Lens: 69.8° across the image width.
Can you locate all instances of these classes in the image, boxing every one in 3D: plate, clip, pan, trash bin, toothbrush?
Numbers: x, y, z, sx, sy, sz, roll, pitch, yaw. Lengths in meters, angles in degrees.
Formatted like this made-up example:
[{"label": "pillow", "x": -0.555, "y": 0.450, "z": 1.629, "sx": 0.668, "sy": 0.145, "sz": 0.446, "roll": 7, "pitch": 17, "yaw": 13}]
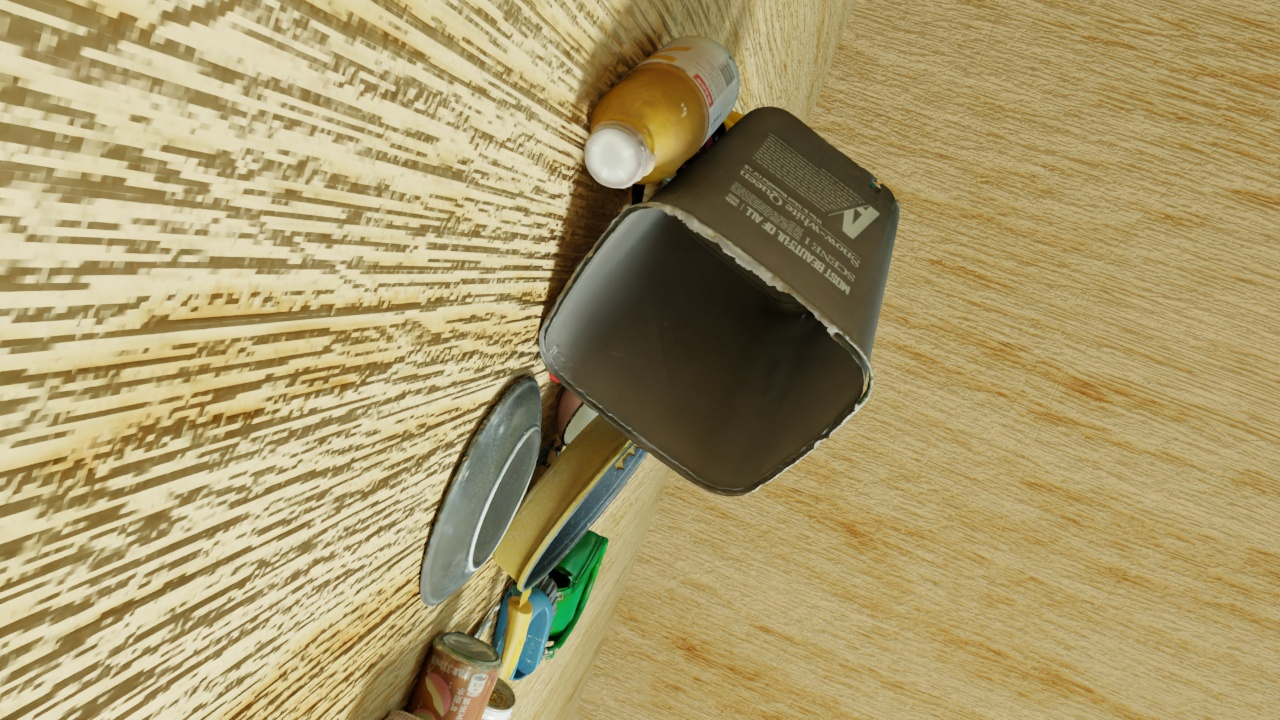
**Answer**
[{"label": "plate", "x": -0.005, "y": 0.005, "z": 0.840, "sx": 0.192, "sy": 0.039, "sz": 0.193, "roll": -36, "pitch": 165, "yaw": -11}, {"label": "clip", "x": -0.082, "y": 0.087, "z": 0.832, "sx": 0.057, "sy": 0.032, "sz": 0.025, "roll": -66, "pitch": 179, "yaw": -81}, {"label": "plate", "x": -0.106, "y": 0.097, "z": 0.667, "sx": 0.179, "sy": 0.024, "sz": 0.179, "roll": 23, "pitch": 88, "yaw": -82}, {"label": "pan", "x": -0.084, "y": 0.188, "z": 0.824, "sx": 0.358, "sy": 0.078, "sz": 0.197, "roll": -54, "pitch": 170, "yaw": 13}, {"label": "trash bin", "x": 0.076, "y": -0.058, "z": 0.680, "sx": 0.199, "sy": 0.199, "sz": 0.219, "roll": -49, "pitch": -176, "yaw": 47}, {"label": "toothbrush", "x": -0.004, "y": -0.132, "z": 0.760, "sx": 0.018, "sy": 0.015, "sz": 0.181, "roll": -54, "pitch": 167, "yaw": -28}]

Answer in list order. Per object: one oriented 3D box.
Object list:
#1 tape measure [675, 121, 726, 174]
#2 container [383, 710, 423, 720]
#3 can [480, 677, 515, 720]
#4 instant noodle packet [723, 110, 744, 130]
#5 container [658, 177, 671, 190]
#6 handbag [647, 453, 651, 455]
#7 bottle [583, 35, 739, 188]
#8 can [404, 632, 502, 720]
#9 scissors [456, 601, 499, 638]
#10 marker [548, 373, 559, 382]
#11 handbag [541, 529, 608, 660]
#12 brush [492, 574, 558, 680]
[{"label": "tape measure", "x": 0.042, "y": -0.186, "z": 0.769, "sx": 0.057, "sy": 0.058, "sz": 0.039, "roll": -25, "pitch": -172, "yaw": 25}, {"label": "container", "x": -0.163, "y": 0.303, "z": 0.619, "sx": 0.111, "sy": 0.090, "sz": 0.090, "roll": -20, "pitch": 132, "yaw": -84}, {"label": "can", "x": -0.158, "y": 0.333, "z": 0.784, "sx": 0.133, "sy": 0.053, "sz": 0.053, "roll": -61, "pitch": 174, "yaw": 10}, {"label": "instant noodle packet", "x": 0.102, "y": -0.197, "z": 0.918, "sx": 0.044, "sy": 0.128, "sz": 0.111, "roll": -36, "pitch": 154, "yaw": -27}, {"label": "container", "x": 0.055, "y": -0.107, "z": 0.897, "sx": 0.090, "sy": 0.090, "sz": 0.112, "roll": -5, "pitch": 122, "yaw": -55}, {"label": "handbag", "x": 0.057, "y": 0.047, "z": 1.083, "sx": 0.063, "sy": 0.179, "sz": 0.163, "roll": 110, "pitch": 4, "yaw": -55}, {"label": "bottle", "x": 0.014, "y": -0.162, "z": 0.601, "sx": 0.189, "sy": 0.068, "sz": 0.068, "roll": -57, "pitch": 167, "yaw": -54}, {"label": "can", "x": -0.159, "y": 0.289, "z": 0.708, "sx": 0.058, "sy": 0.058, "sz": 0.147, "roll": 27, "pitch": 85, "yaw": -82}, {"label": "scissors", "x": -0.160, "y": 0.268, "z": 0.822, "sx": 0.173, "sy": 0.012, "sz": 0.132, "roll": 94, "pitch": 17, "yaw": -69}, {"label": "marker", "x": -0.040, "y": -0.041, "z": 0.765, "sx": 0.017, "sy": 0.017, "sz": 0.144, "roll": 100, "pitch": 15, "yaw": -57}, {"label": "handbag", "x": -0.089, "y": 0.254, "z": 1.027, "sx": 0.120, "sy": 0.068, "sz": 0.132, "roll": -69, "pitch": 177, "yaw": -53}, {"label": "brush", "x": -0.123, "y": 0.280, "z": 0.938, "sx": 0.073, "sy": 0.055, "sz": 0.144, "roll": -60, "pitch": 170, "yaw": -53}]
